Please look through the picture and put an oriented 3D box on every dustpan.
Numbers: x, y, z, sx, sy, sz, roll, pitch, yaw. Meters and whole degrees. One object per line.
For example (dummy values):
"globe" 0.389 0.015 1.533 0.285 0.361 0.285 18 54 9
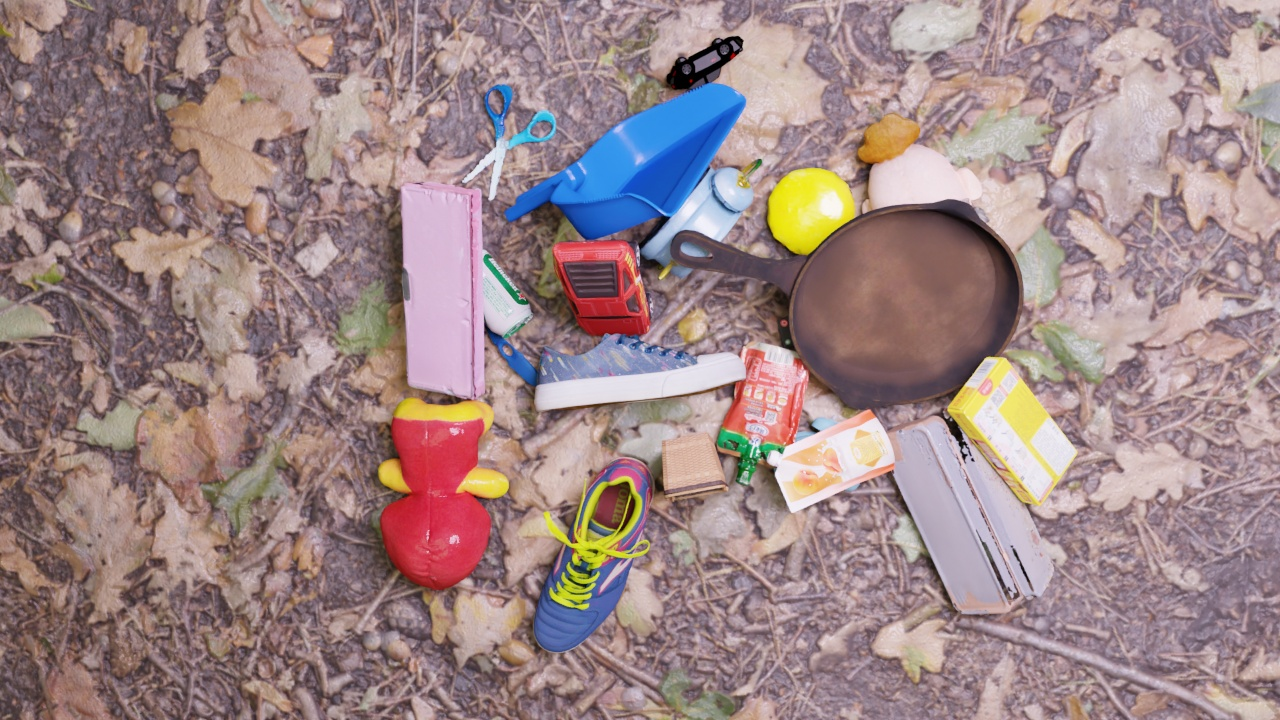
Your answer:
"dustpan" -0.039 -0.186 0.958 0.258 0.244 0.059 -20 118 39

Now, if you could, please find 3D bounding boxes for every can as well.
"can" -0.168 -0.077 1.023 0.053 0.053 0.101 -40 87 7

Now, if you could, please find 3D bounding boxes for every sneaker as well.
"sneaker" -0.006 0.006 0.995 0.236 0.087 0.079 -7 85 11
"sneaker" -0.062 0.219 1.008 0.116 0.091 0.242 24 96 2

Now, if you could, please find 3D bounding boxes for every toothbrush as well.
"toothbrush" -0.157 -0.019 1.044 0.021 0.016 0.132 -43 87 11

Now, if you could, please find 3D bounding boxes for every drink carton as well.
"drink carton" 0.198 0.105 0.960 0.122 0.039 0.069 -23 90 -4

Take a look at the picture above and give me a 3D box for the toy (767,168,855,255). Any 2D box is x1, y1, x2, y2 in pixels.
"toy" 0.183 -0.159 0.984 0.094 0.041 0.095 -29 90 12

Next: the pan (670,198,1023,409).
"pan" 0.203 -0.076 0.928 0.356 0.043 0.249 15 123 -5

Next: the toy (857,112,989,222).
"toy" 0.282 -0.171 0.955 0.133 0.076 0.176 -19 93 20

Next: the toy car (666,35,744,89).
"toy car" 0.071 -0.318 0.989 0.092 0.042 0.036 -26 115 7

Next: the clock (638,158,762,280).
"clock" 0.065 -0.155 0.961 0.060 0.118 0.162 41 103 -8

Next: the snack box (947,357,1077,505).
"snack box" 0.384 0.073 0.943 0.152 0.025 0.075 46 77 -20

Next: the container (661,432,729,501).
"container" 0.057 0.115 0.984 0.063 0.114 0.061 -12 79 7

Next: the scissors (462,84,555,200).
"scissors" -0.164 -0.250 1.036 0.134 0.015 0.103 -42 92 11

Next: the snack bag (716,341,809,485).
"snack bag" 0.130 0.060 0.991 0.087 0.044 0.155 14 87 28

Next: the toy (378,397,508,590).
"toy" -0.228 0.150 1.025 0.148 0.098 0.216 1 88 14

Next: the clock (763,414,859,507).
"clock" 0.201 0.107 1.000 0.123 0.042 0.087 -26 90 2

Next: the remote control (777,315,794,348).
"remote control" 0.214 -0.041 1.001 0.125 0.010 0.039 -11 92 7

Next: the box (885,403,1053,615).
"box" 0.341 0.157 0.974 0.108 0.094 0.216 -25 89 29

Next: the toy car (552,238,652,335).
"toy car" -0.036 -0.071 0.948 0.081 0.189 0.056 0 69 8

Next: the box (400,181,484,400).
"box" -0.213 -0.073 0.989 0.098 0.046 0.233 15 114 25
